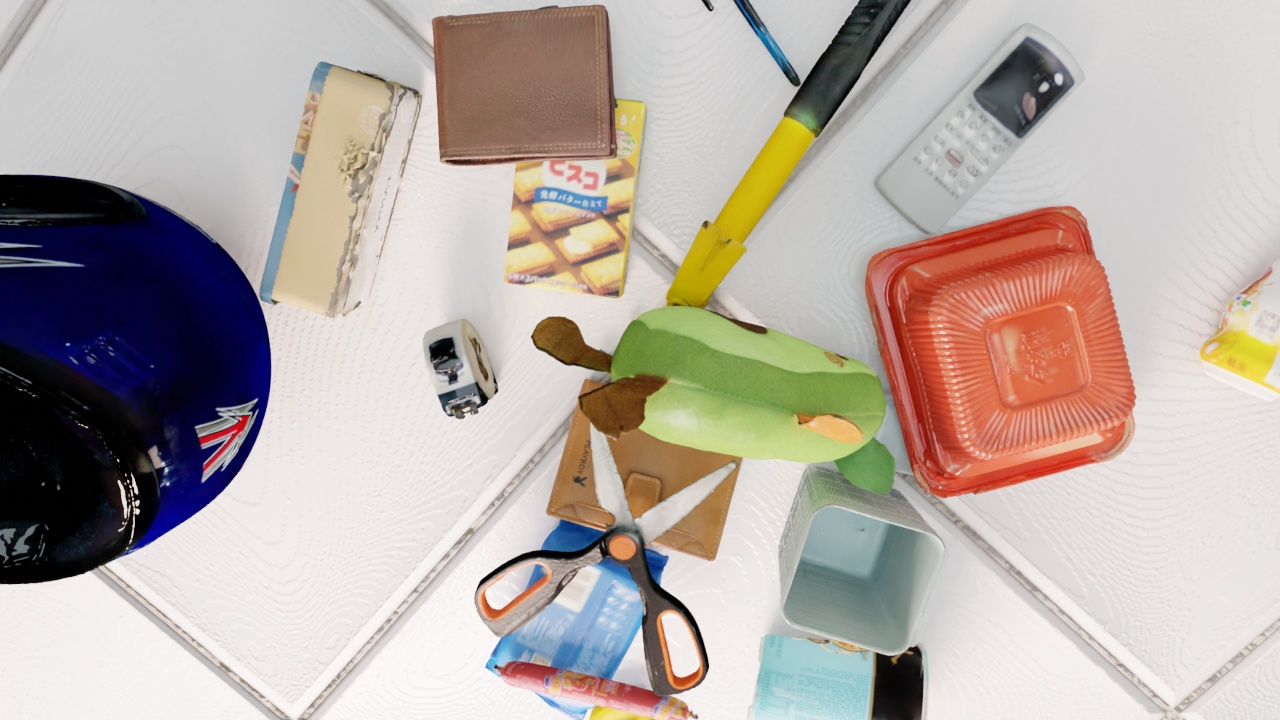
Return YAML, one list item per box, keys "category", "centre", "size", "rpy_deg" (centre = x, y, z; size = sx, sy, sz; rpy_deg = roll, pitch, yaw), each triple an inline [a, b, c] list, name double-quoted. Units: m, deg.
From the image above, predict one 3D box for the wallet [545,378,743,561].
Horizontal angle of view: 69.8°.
- category: "wallet"
  centre: [0.006, 0.081, 0.681]
  size: [0.132, 0.031, 0.107]
  rpy_deg: [16, 83, 2]

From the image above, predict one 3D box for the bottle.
- category: "bottle"
  centre: [0.433, -0.029, 0.621]
  size: [0.063, 0.063, 0.108]
  rpy_deg: [26, 102, -1]

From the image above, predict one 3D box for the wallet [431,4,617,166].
- category: "wallet"
  centre: [-0.079, -0.185, 0.620]
  size: [0.124, 0.032, 0.101]
  rpy_deg: [-2, 92, 4]

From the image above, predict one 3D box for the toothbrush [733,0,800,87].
- category: "toothbrush"
  centre: [0.058, -0.270, 0.633]
  size: [0.016, 0.014, 0.189]
  rpy_deg: [-38, 97, -14]

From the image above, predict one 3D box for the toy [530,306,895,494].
- category: "toy"
  centre: [0.058, 0.017, 0.587]
  size: [0.246, 0.227, 0.090]
  rpy_deg: [11, 101, -28]

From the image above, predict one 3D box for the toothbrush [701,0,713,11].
- category: "toothbrush"
  centre: [-0.003, -0.321, 0.628]
  size: [0.018, 0.014, 0.189]
  rpy_deg: [-37, 96, -3]

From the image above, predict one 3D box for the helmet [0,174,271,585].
- category: "helmet"
  centre: [-0.406, -0.005, 0.598]
  size: [0.315, 0.239, 0.248]
  rpy_deg: [9, 123, -6]

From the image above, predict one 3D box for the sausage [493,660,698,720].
- category: "sausage"
  centre: [-0.033, 0.244, 0.677]
  size: [0.156, 0.020, 0.020]
  rpy_deg: [12, 101, 2]

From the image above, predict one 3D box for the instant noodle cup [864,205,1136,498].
- category: "instant noodle cup"
  centre: [0.254, -0.002, 0.625]
  size: [0.164, 0.079, 0.189]
  rpy_deg: [-16, 94, 0]

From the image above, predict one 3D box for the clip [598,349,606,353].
- category: "clip"
  centre: [-0.003, 0.003, 0.688]
  size: [0.034, 0.013, 0.054]
  rpy_deg: [-37, 93, 11]

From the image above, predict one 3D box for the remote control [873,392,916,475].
- category: "remote control"
  centre: [0.165, 0.048, 0.678]
  size: [0.136, 0.020, 0.056]
  rpy_deg: [12, 100, 3]

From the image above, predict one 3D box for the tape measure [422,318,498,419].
- category: "tape measure"
  centre: [-0.132, 0.004, 0.671]
  size: [0.033, 0.065, 0.066]
  rpy_deg: [-19, 100, 3]

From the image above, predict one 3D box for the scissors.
- category: "scissors"
  centre: [-0.019, 0.143, 0.645]
  size: [0.221, 0.021, 0.234]
  rpy_deg: [-20, 104, 14]

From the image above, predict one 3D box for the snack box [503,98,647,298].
- category: "snack box"
  centre: [-0.046, -0.119, 0.659]
  size: [0.087, 0.033, 0.140]
  rpy_deg: [9, 99, 4]

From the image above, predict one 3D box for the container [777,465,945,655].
- category: "container"
  centre: [0.147, 0.133, 0.649]
  size: [0.090, 0.111, 0.090]
  rpy_deg: [16, 101, 0]

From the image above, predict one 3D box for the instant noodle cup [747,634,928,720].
- category: "instant noodle cup"
  centre: [0.142, 0.254, 0.681]
  size: [0.120, 0.111, 0.111]
  rpy_deg: [9, 101, 10]

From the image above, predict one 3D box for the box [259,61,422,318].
- category: "box"
  centre: [-0.210, -0.111, 0.645]
  size: [0.061, 0.089, 0.184]
  rpy_deg: [20, 100, -6]

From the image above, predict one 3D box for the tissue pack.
- category: "tissue pack"
  centre: [-0.049, 0.196, 0.707]
  size: [0.095, 0.052, 0.157]
  rpy_deg: [27, 101, 1]

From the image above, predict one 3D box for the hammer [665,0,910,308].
- category: "hammer"
  centre: [0.108, -0.157, 0.613]
  size: [0.033, 0.129, 0.301]
  rpy_deg: [34, 91, 0]

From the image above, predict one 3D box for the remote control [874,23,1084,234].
- category: "remote control"
  centre: [0.233, -0.159, 0.634]
  size: [0.058, 0.021, 0.150]
  rpy_deg: [41, 102, -4]

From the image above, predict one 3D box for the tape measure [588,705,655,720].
- category: "tape measure"
  centre: [-0.014, 0.295, 0.734]
  size: [0.057, 0.029, 0.060]
  rpy_deg: [-12, 99, 7]
